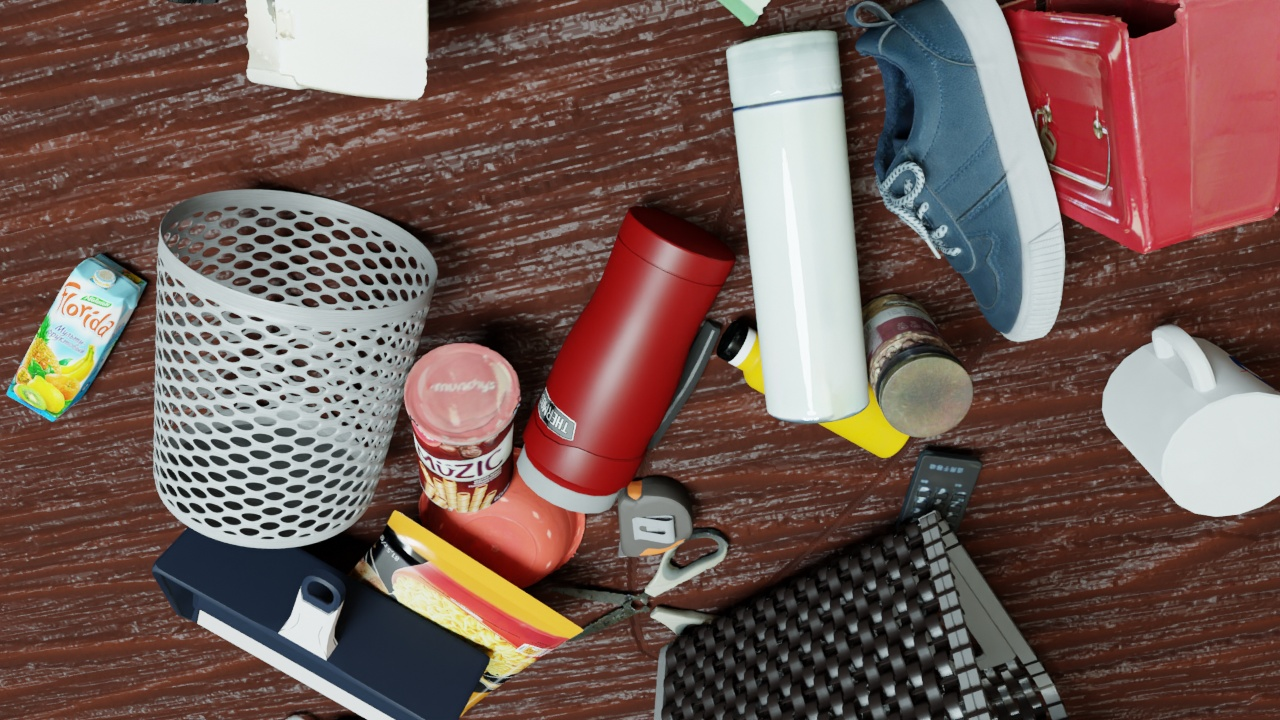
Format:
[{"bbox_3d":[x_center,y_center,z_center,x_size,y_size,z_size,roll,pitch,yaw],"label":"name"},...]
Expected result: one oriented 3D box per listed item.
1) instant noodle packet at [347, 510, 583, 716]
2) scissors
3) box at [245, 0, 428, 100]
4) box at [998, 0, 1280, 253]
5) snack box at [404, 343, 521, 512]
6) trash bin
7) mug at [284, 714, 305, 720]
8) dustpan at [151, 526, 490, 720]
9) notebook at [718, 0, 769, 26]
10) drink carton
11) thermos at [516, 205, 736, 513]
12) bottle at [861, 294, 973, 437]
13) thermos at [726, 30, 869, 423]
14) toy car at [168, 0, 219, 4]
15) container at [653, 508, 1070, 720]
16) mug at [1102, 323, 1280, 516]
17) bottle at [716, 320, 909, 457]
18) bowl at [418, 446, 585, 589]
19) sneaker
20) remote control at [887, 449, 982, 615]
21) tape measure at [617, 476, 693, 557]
[{"bbox_3d":[-0.165,0.211,0.720,0.160,0.032,0.221,36,130,-11],"label":"instant noodle packet"},{"bbox_3d":[0.017,0.196,0.747,0.157,0.012,0.171,36,111,-14],"label":"scissors"},{"bbox_3d":[-0.158,-0.199,0.458,0.105,0.186,0.144,13,122,12],"label":"box"},{"bbox_3d":[0.267,-0.143,0.502,0.087,0.157,0.129,-14,116,2],"label":"box"},{"bbox_3d":[-0.119,0.049,0.620,0.072,0.072,0.122,10,148,-3],"label":"snack box"},{"bbox_3d":[-0.227,0.007,0.590,0.156,0.156,0.184,17,117,-6],"label":"trash bin"},{"bbox_3d":[-0.279,0.370,0.809,0.119,0.084,0.100,40,127,16],"label":"mug"},{"bbox_3d":[-0.237,0.205,0.666,0.236,0.079,0.274,30,127,-2],"label":"dustpan"},{"bbox_3d":[0.024,-0.337,0.497,0.252,0.010,0.182,36,112,-14],"label":"notebook"},{"bbox_3d":[-0.396,-0.016,0.644,0.044,0.038,0.129,36,111,-14],"label":"drink carton"},{"bbox_3d":[-0.004,0.004,0.625,0.108,0.084,0.199,7,118,-39],"label":"thermos"},{"bbox_3d":[0.174,0.001,0.599,0.056,0.105,0.056,1,115,1],"label":"bottle"},{"bbox_3d":[0.098,-0.079,0.562,0.068,0.067,0.230,-7,102,5],"label":"thermos"},{"bbox_3d":[-0.287,-0.240,0.530,0.100,0.048,0.051,11,116,-3],"label":"toy car"},{"bbox_3d":[0.169,0.305,0.656,0.244,0.245,0.247,-28,116,22],"label":"container"},{"bbox_3d":[0.372,0.030,0.616,0.091,0.090,0.121,-25,112,12],"label":"mug"},{"bbox_3d":[0.121,0.018,0.643,0.143,0.043,0.043,28,113,-11],"label":"bottle"},{"bbox_3d":[-0.109,0.131,0.702,0.130,0.045,0.131,1,116,1],"label":"bowl"},{"bbox_3d":[0.190,-0.109,0.559,0.087,0.089,0.236,-20,108,7],"label":"sneaker"},{"bbox_3d":[0.217,0.133,0.708,0.047,0.022,0.150,8,117,-3],"label":"remote control"},{"bbox_3d":[0.011,0.121,0.698,0.059,0.038,0.058,-2,115,3],"label":"tape measure"}]
